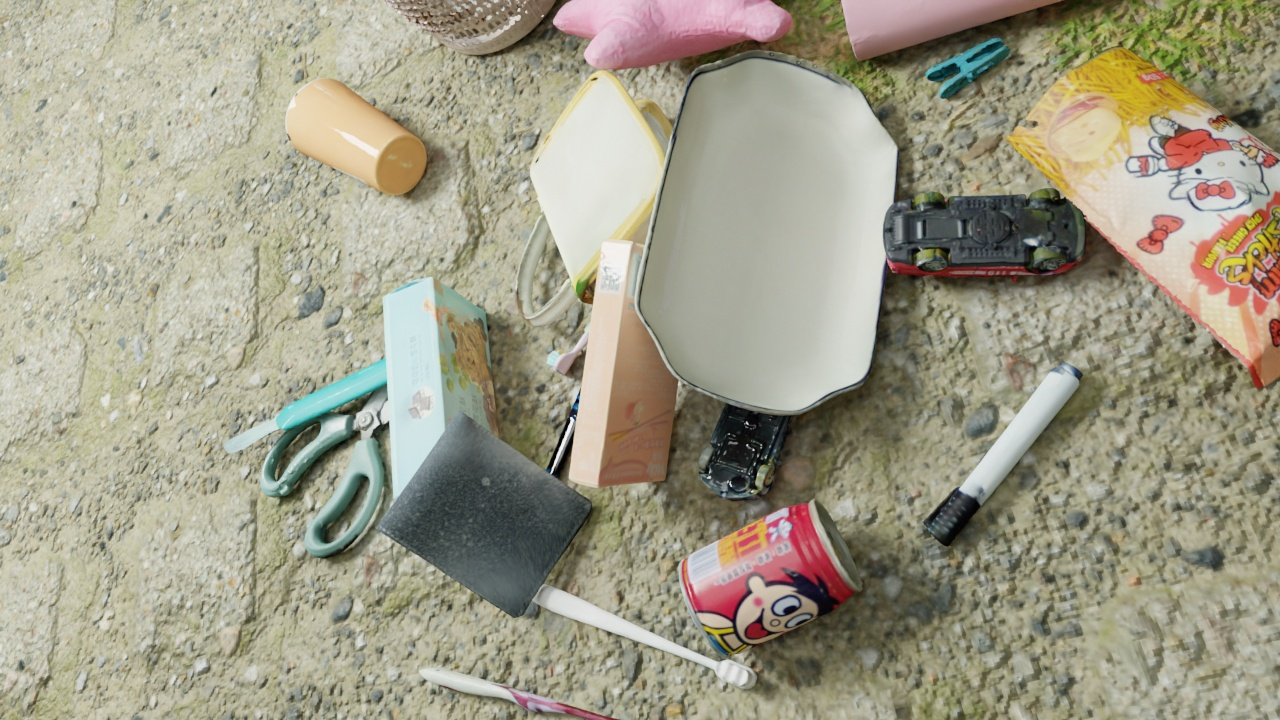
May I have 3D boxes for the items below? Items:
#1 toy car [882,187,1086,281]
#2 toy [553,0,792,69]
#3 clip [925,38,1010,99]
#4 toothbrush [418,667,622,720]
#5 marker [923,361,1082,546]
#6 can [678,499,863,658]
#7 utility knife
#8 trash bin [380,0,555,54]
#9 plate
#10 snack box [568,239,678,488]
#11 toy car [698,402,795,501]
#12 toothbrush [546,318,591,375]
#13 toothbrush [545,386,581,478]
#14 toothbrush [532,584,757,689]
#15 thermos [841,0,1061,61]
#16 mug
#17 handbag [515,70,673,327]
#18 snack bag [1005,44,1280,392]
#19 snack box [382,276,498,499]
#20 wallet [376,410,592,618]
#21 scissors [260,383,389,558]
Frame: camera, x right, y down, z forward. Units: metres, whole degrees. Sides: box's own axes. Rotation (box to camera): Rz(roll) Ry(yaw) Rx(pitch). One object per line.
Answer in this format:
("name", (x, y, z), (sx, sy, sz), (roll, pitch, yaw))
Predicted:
("toy car", (0.215, -0.077, 0.580), (0.121, 0.045, 0.052), (1, 72, 15))
("toy", (0.023, -0.284, 0.729), (0.195, 0.075, 0.178), (-7, 42, 10))
("clip", (0.229, -0.206, 0.641), (0.057, 0.014, 0.048), (-26, 59, 15))
("toothbrush", (-0.077, 0.235, 0.624), (0.188, 0.016, 0.017), (4, 83, 27))
("marker", (0.215, 0.055, 0.546), (0.130, 0.018, 0.022), (-52, 49, 1))
("can", (0.079, 0.131, 0.556), (0.094, 0.066, 0.066), (-30, 61, 13))
("utility knife", (-0.269, 0.034, 0.779), (0.209, 0.013, 0.029), (-24, 52, 11))
("trash bin", (-0.173, -0.384, 0.802), (0.228, 0.192, 0.227), (-9, 67, 23))
("plate", (0.085, -0.087, 0.610), (0.162, 0.034, 0.265), (16, 68, -9))
("snack box", (-0.004, 0.004, 0.611), (0.026, 0.084, 0.157), (10, 92, 32))
("toy car", (0.076, 0.046, 0.609), (0.049, 0.031, 0.105), (16, 71, 30))
("toothbrush", (-0.012, -0.070, 0.707), (0.021, 0.029, 0.189), (35, 86, -9))
("toothbrush", (-0.049, 0.040, 0.685), (0.014, 0.016, 0.189), (18, 81, 36))
("toothbrush", (-0.007, 0.180, 0.609), (0.180, 0.016, 0.016), (13, 74, 31))
("thermos", (0.242, -0.273, 0.635), (0.199, 0.067, 0.087), (-13, 36, 22))
("mug", (-0.260, -0.203, 0.850), (0.123, 0.078, 0.078), (33, 87, 27))
("handbag", (-0.038, -0.111, 0.706), (0.179, 0.063, 0.163), (-46, 44, 24))
("snack bag", (0.317, -0.087, 0.518), (0.128, 0.073, 0.207), (-27, 59, -13))
("snack box", (-0.152, 0.029, 0.705), (0.052, 0.074, 0.174), (-19, 64, 18))
("wallet", (-0.104, 0.107, 0.632), (0.097, 0.121, 0.019), (-56, 16, -12))
("scissors", (-0.239, 0.086, 0.760), (0.178, 0.019, 0.169), (-34, 58, 8))
